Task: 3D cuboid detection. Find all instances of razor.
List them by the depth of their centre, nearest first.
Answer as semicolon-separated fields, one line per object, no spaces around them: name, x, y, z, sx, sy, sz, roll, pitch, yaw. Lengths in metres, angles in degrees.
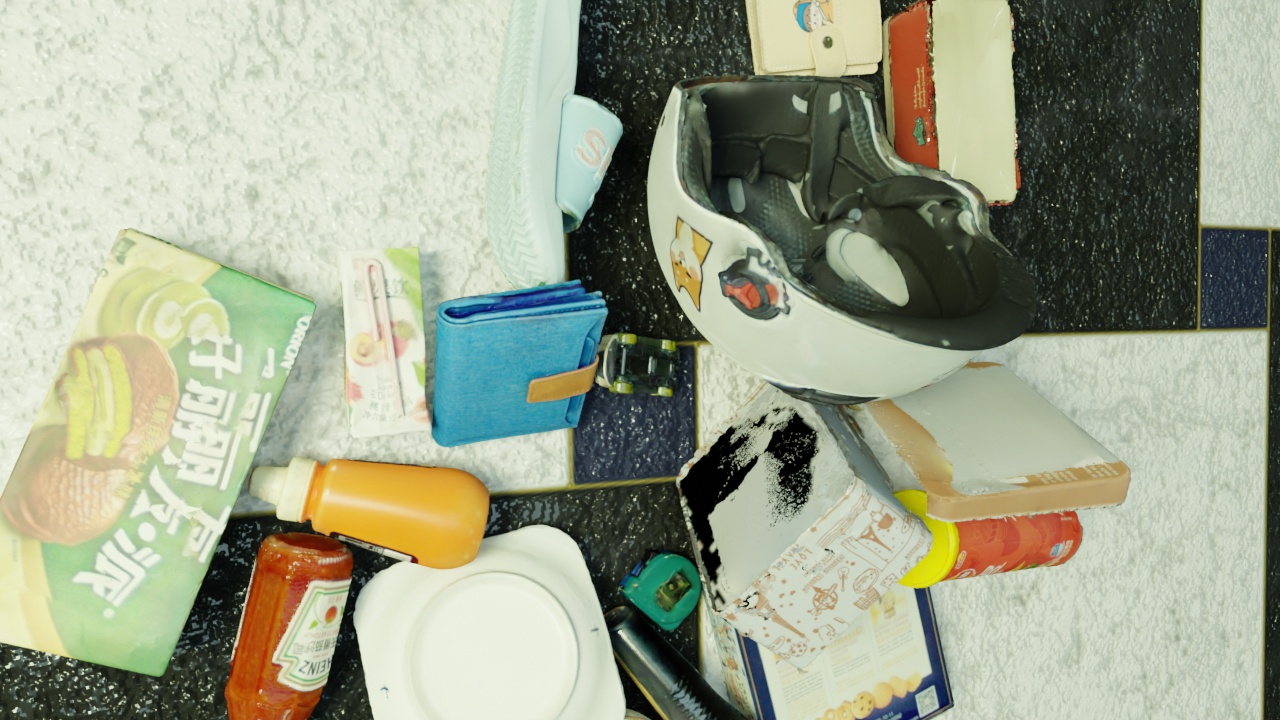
razor;0.030;0.251;0.675;0.167;0.068;0.062;48;56;2

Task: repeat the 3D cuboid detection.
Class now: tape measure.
tape measure;0.018;0.172;0.693;0.058;0.025;0.054;45;77;-18

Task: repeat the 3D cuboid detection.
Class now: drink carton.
drink carton;-0.168;-0.013;0.600;0.053;0.045;0.122;-4;93;-21

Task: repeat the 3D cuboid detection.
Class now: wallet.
wallet;-0.081;0.007;0.598;0.106;0.133;0.040;-8;55;-21
wallet;0.140;-0.264;0.725;0.115;0.024;0.087;-12;104;-21

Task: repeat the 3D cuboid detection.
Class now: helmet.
helmet;0.111;-0.070;0.627;0.229;0.157;0.274;-20;63;-38

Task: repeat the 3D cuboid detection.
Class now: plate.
plate;-0.098;0.198;0.608;0.163;0.034;0.164;-14;73;-17

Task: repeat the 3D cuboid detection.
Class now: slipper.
slipper;-0.055;-0.160;0.613;0.074;0.104;0.245;7;83;-24

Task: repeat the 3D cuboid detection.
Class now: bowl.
bowl;-0.029;0.301;0.659;0.113;0.062;0.113;-1;92;-20

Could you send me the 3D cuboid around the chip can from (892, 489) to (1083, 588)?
chip can;0.274;0.139;0.737;0.216;0.073;0.073;7;89;-42

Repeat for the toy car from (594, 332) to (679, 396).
toy car;-0.004;0.004;0.653;0.090;0.035;0.042;8;84;-57

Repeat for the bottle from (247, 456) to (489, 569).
bottle;-0.176;0.093;0.595;0.149;0.067;0.066;14;87;-14

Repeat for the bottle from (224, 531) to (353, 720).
bottle;-0.231;0.214;0.575;0.059;0.060;0.206;14;87;-22

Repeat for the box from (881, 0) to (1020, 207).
box;0.259;-0.206;0.746;0.091;0.080;0.168;-6;95;-21

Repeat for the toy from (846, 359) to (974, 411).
toy;0.192;-0.006;0.734;0.157;0.066;0.105;-3;110;-14

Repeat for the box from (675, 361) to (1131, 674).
box;0.158;0.074;0.626;0.274;0.178;0.126;-26;115;5

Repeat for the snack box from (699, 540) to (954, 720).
snack box;0.154;0.228;0.739;0.177;0.046;0.182;-17;98;-21

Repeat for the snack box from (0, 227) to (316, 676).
snack box;-0.292;0.052;0.543;0.114;0.063;0.240;23;83;-22
